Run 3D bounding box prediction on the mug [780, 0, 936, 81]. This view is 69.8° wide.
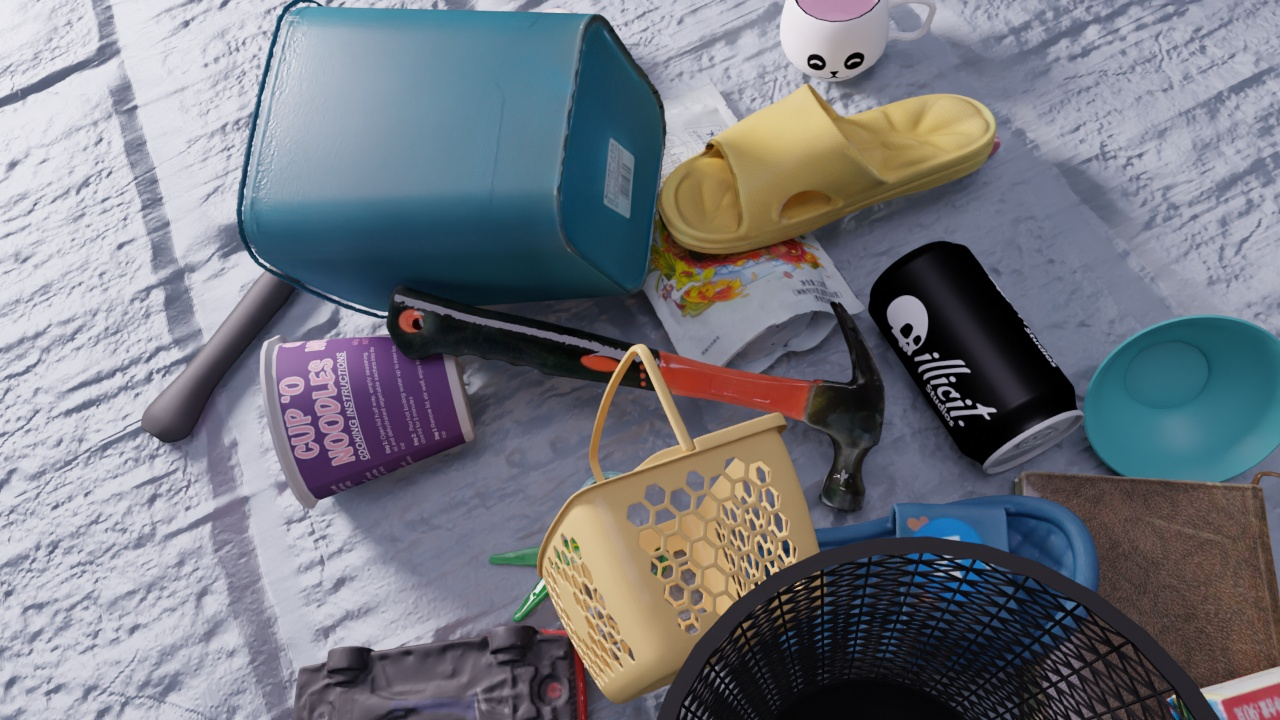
[{"bbox_3d":[0.178,-0.277,0.755,0.124,0.076,0.090,1,65,9],"label":"mug"}]

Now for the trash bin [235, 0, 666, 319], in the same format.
[{"bbox_3d":[-0.114,-0.133,0.633,0.219,0.196,0.199,4,80,22],"label":"trash bin"}]

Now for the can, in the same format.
[{"bbox_3d":[0.221,-0.004,0.615,0.080,0.080,0.146,-25,63,-4],"label":"can"}]

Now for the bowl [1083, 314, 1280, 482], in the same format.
[{"bbox_3d":[0.345,0.019,0.590,0.121,0.121,0.046,4,25,10],"label":"bowl"}]

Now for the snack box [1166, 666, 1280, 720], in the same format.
[{"bbox_3d":[0.366,0.230,0.470,0.142,0.040,0.144,-9,73,-15],"label":"snack box"}]

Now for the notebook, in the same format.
[{"bbox_3d":[0.323,0.170,0.541,0.190,0.034,0.215,2,66,10],"label":"notebook"}]

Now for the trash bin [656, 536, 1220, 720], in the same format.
[{"bbox_3d":[0.122,0.221,0.430,0.217,0.243,0.216,-4,64,7],"label":"trash bin"}]

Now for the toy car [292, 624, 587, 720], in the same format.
[{"bbox_3d":[-0.127,0.218,0.576,0.189,0.056,0.081,-8,62,3],"label":"toy car"}]

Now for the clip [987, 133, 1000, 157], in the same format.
[{"bbox_3d":[0.251,-0.161,0.719,0.058,0.023,0.050,12,72,16],"label":"clip"}]

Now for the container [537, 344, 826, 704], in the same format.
[{"bbox_3d":[0.006,0.094,0.529,0.129,0.184,0.167,-16,69,-19],"label":"container"}]

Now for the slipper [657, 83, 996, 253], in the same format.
[{"bbox_3d":[0.136,-0.157,0.669,0.263,0.078,0.099,-16,48,-7],"label":"slipper"}]

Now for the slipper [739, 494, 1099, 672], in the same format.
[{"bbox_3d":[0.162,0.136,0.553,0.214,0.059,0.103,-12,63,19],"label":"slipper"}]

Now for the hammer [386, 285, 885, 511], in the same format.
[{"bbox_3d":[-0.004,0.004,0.606,0.333,0.033,0.133,11,96,0],"label":"hammer"}]

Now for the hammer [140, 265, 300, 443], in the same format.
[{"bbox_3d":[-0.300,-0.068,0.757,0.125,0.029,0.310,27,72,19],"label":"hammer"}]

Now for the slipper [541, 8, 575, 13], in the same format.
[{"bbox_3d":[-0.080,-0.211,0.768,0.107,0.055,0.221,-17,59,20],"label":"slipper"}]

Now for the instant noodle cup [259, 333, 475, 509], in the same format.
[{"bbox_3d":[-0.189,0.025,0.655,0.122,0.122,0.136,-14,54,-9],"label":"instant noodle cup"}]

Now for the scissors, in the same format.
[{"bbox_3d":[-0.045,0.124,0.633,0.130,0.012,0.116,-4,63,5],"label":"scissors"}]

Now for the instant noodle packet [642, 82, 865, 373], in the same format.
[{"bbox_3d":[0.048,-0.111,0.712,0.147,0.057,0.269,-25,58,-5],"label":"instant noodle packet"}]
